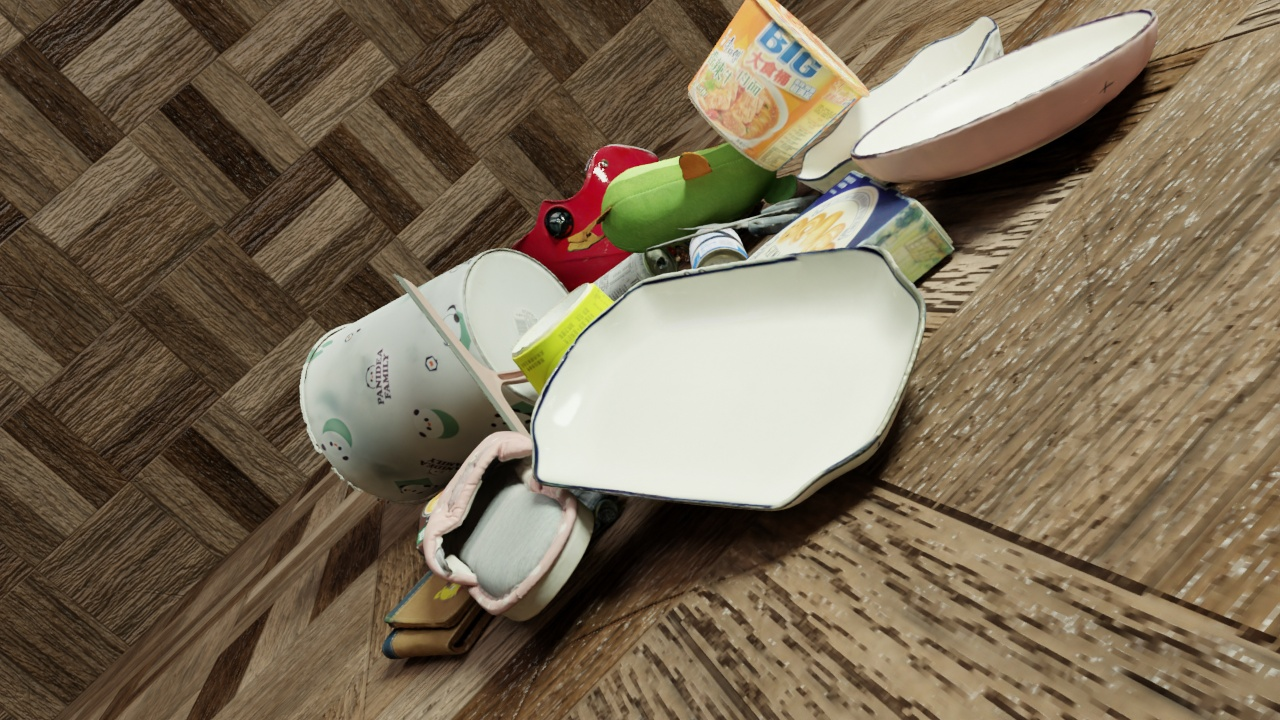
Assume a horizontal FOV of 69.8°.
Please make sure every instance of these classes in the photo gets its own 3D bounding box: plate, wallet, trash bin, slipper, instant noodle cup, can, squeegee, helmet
[{"bbox_3d":[0.233,-0.161,0.592,0.192,0.039,0.192,-27,15,8],"label":"plate"},{"bbox_3d":[-0.141,0.182,0.683,0.116,0.033,0.090,-21,24,50],"label":"wallet"},{"bbox_3d":[-0.204,0.013,1.014,0.253,0.229,0.228,-27,19,32],"label":"trash bin"},{"bbox_3d":[-0.104,0.103,0.627,0.114,0.054,0.275,-53,18,-9],"label":"slipper"},{"bbox_3d":[-0.027,0.013,0.671,0.112,0.123,0.111,-40,13,11],"label":"instant noodle cup"},{"bbox_3d":[-0.022,-0.084,1.111,0.147,0.058,0.058,-31,17,41],"label":"can"},{"bbox_3d":[-0.080,0.000,0.894,0.248,0.247,0.040,-18,-28,-49],"label":"squeegee"},{"bbox_3d":[-0.045,-0.155,1.196,0.240,0.144,0.206,-40,-9,11],"label":"helmet"},{"bbox_3d":[0.125,-0.261,0.875,0.112,0.151,0.151,-46,10,25],"label":"instant noodle cup"},{"bbox_3d":[0.231,-0.215,0.812,0.205,0.045,0.204,-40,14,12],"label":"plate"},{"bbox_3d":[0.074,-0.094,0.868,0.053,0.053,0.134,-40,13,13],"label":"can"},{"bbox_3d":[0.041,0.015,0.519,0.266,0.034,0.161,-4,51,46],"label":"plate"}]

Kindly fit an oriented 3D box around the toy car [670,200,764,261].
[{"bbox_3d":[0.088,-0.160,1.073,0.070,0.042,0.158,-49,17,-21],"label":"toy car"}]

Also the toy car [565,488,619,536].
[{"bbox_3d":[-0.051,0.116,0.622,0.090,0.034,0.043,-49,18,-20],"label":"toy car"}]

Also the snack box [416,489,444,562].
[{"bbox_3d":[-0.150,0.140,0.812,0.125,0.053,0.113,-39,13,-5],"label":"snack box"}]

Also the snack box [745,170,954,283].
[{"bbox_3d":[0.110,-0.051,0.647,0.183,0.046,0.177,-40,13,12],"label":"snack box"}]

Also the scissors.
[{"bbox_3d":[0.091,-0.123,0.840,0.178,0.014,0.159,-17,15,-3],"label":"scissors"}]

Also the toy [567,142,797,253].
[{"bbox_3d":[0.034,-0.168,0.962,0.246,0.090,0.227,-19,-3,-6],"label":"toy"}]
